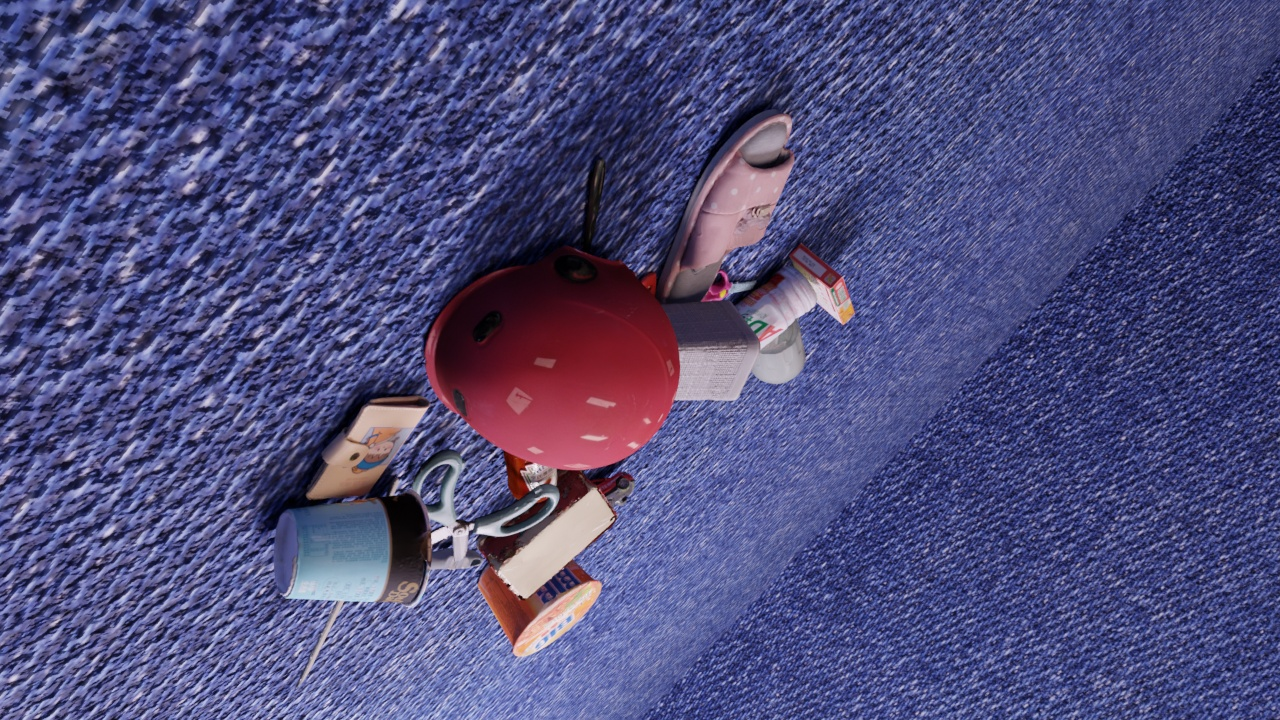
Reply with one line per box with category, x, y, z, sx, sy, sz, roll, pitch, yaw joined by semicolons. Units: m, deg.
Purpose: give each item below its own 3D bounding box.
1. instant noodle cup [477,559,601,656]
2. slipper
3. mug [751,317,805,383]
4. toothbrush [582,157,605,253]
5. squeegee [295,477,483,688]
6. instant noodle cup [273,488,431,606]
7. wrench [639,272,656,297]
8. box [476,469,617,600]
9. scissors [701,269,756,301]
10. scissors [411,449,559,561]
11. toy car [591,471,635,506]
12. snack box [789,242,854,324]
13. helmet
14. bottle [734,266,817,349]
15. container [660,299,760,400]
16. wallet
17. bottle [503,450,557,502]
instant noodle cup;-0.146;0.318;1.274;0.151;0.111;0.152;-35;154;-20
slipper;0.092;-0.142;0.986;0.114;0.054;0.275;-19;147;-44
mug;0.194;-0.041;1.295;0.103;0.084;0.123;59;51;-64
toothbrush;-0.047;-0.115;0.859;0.015;0.018;0.181;-26;149;-29
squeegee;-0.262;0.232;1.046;0.246;0.039;0.246;-64;155;7
instant noodle cup;-0.270;0.175;0.851;0.120;0.111;0.111;6;128;-35
wrench;-0.006;0.006;1.084;0.056;0.016;0.274;-39;151;-35
box;-0.116;0.223;1.180;0.168;0.079;0.091;-40;131;-12
scissors;0.114;-0.094;1.150;0.135;0.017;0.063;-19;133;-52
scissors;-0.171;0.148;0.984;0.173;0.019;0.170;-18;134;-13
toy car;-0.062;0.193;1.289;0.120;0.045;0.053;-25;151;-25
snack box;0.253;-0.104;1.272;0.027;0.077;0.155;-46;156;2
helmet;-0.061;0.015;0.843;0.239;0.144;0.207;1;122;-43
bottle;0.140;-0.041;1.212;0.197;0.068;0.068;-39;156;-5
container;0.054;-0.010;1.017;0.114;0.090;0.090;-2;131;-29
wallet;-0.252;0.079;0.839;0.115;0.024;0.087;-51;160;17
bottle;-0.121;0.078;0.999;0.059;0.060;0.206;-31;147;-28
